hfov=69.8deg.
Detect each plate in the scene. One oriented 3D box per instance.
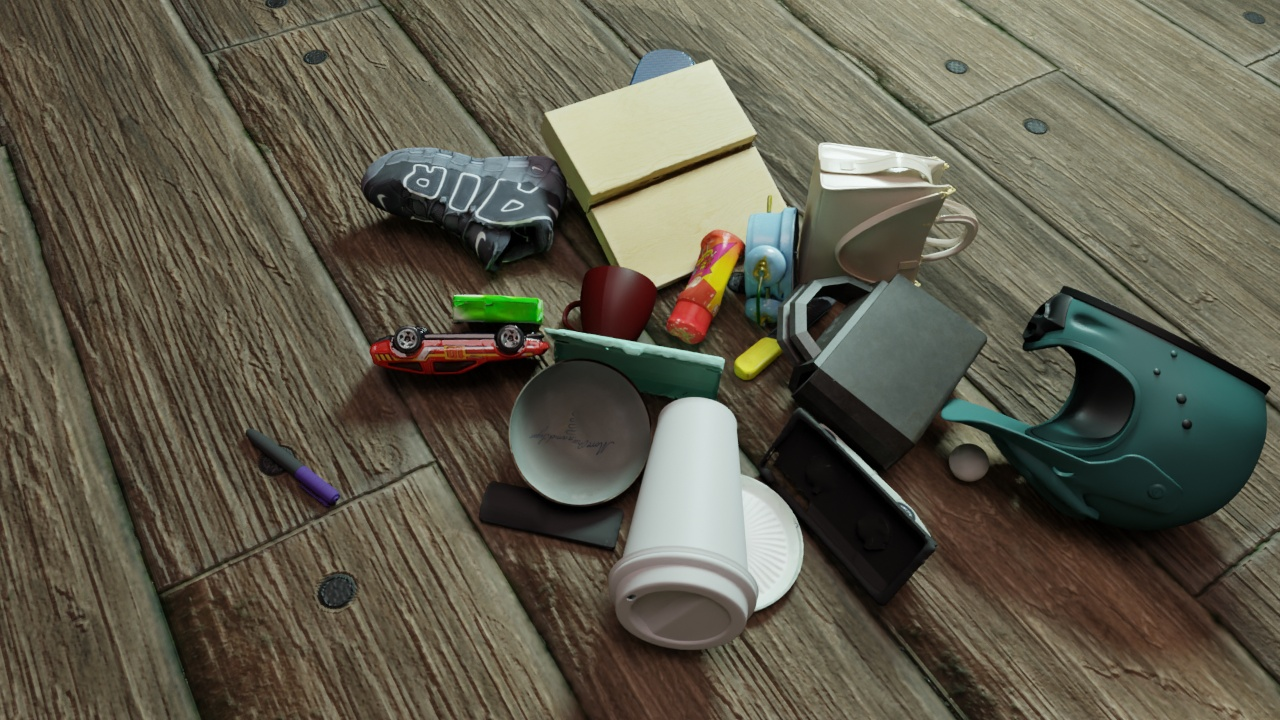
[{"bbox_3d":[0.083,0.181,0.914,0.157,0.014,0.156,2,52,-2],"label":"plate"}]

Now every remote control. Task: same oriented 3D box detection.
[{"bbox_3d":[-0.089,0.154,0.920,0.140,0.021,0.045,12,54,3],"label":"remote control"}]

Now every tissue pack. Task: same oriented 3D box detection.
[{"bbox_3d":[-0.159,-0.056,1.029,0.099,0.114,0.034,1,93,-3],"label":"tissue pack"}]

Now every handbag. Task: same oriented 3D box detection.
[{"bbox_3d":[0.294,-0.158,1.073,0.198,0.195,0.101,4,53,3],"label":"handbag"},{"bbox_3d":[0.239,-0.007,1.012,0.199,0.103,0.196,42,59,6],"label":"handbag"}]

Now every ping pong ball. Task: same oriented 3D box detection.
[{"bbox_3d":[0.348,0.108,0.971,0.040,0.040,0.040,2,53,-3],"label":"ping pong ball"}]

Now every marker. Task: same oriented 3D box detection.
[{"bbox_3d":[-0.359,0.108,0.941,0.134,0.015,0.018,32,85,19],"label":"marker"}]

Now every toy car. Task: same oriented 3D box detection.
[{"bbox_3d":[-0.195,-0.013,1.006,0.189,0.081,0.056,-3,93,-4],"label":"toy car"},{"bbox_3d":[0.216,0.140,0.923,0.071,0.094,0.191,-7,45,-47],"label":"toy car"}]

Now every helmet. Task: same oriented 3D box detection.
[{"bbox_3d":[0.462,0.061,0.918,0.275,0.200,0.176,28,10,2],"label":"helmet"}]

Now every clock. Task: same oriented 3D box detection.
[{"bbox_3d":[0.155,-0.111,1.080,0.060,0.118,0.161,3,45,13],"label":"clock"}]

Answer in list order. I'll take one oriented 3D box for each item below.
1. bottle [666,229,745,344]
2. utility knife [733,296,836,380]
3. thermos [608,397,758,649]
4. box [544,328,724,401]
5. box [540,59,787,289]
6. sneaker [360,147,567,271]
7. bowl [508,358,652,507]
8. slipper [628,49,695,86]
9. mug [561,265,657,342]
[{"bbox_3d":[0.075,-0.085,1.074,0.048,0.072,0.134,29,72,-13],"label":"bottle"},{"bbox_3d":[0.173,-0.032,1.080,0.172,0.020,0.029,-37,65,-26],"label":"utility knife"},{"bbox_3d":[0.046,0.143,0.861,0.131,0.132,0.221,7,45,2],"label":"thermos"},{"bbox_3d":[-0.004,-0.002,0.975,0.187,0.139,0.052,11,66,4],"label":"box"},{"bbox_3d":[0.039,-0.230,1.151,0.246,0.068,0.253,-25,88,-20],"label":"box"},{"bbox_3d":[-0.212,-0.172,1.118,0.252,0.097,0.150,0,55,-11],"label":"sneaker"},{"bbox_3d":[-0.066,0.077,0.943,0.150,0.057,0.150,3,77,-14],"label":"bowl"},{"bbox_3d":[0.017,-0.298,1.245,0.118,0.060,0.294,8,65,3],"label":"slipper"},{"bbox_3d":[-0.043,-0.047,1.050,0.114,0.087,0.088,-2,63,29],"label":"mug"}]
